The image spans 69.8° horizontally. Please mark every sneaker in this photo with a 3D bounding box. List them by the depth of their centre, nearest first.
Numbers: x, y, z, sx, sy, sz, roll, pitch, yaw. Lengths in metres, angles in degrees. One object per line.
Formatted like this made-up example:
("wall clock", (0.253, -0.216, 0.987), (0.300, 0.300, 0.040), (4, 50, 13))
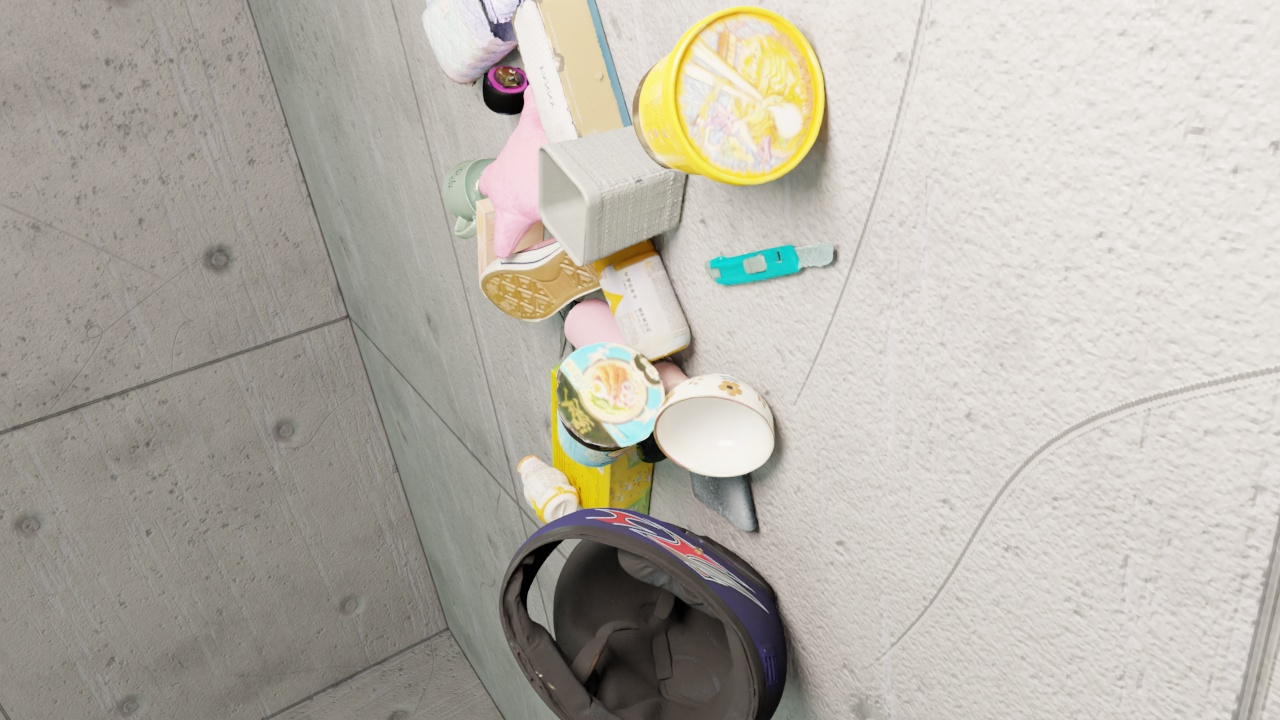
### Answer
("sneaker", (-0.098, -0.115, 1.090), (0.242, 0.087, 0.118), (-15, 120, 47))

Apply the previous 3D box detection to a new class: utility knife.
("utility knife", (0.104, -0.083, 0.779), (0.197, 0.013, 0.029), (-2, 109, 65))

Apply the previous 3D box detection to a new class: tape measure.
("tape measure", (-0.156, -0.317, 1.072), (0.039, 0.057, 0.057), (105, 145, -53))

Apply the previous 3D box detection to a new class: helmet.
("helmet", (0.006, 0.285, 0.992), (0.315, 0.247, 0.240), (40, -176, 2))

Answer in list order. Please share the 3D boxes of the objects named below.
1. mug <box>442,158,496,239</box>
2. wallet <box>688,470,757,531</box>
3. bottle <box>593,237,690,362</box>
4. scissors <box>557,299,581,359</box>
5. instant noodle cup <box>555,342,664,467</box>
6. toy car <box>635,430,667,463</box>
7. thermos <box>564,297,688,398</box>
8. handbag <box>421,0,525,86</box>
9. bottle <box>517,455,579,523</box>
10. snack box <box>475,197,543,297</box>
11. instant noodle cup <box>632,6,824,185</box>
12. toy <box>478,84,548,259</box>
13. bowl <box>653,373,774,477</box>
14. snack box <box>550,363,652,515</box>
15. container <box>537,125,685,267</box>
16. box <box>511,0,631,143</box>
("mug", (-0.213, -0.214, 1.223), (0.106, 0.082, 0.111), (17, 82, 57))
("wallet", (0.083, 0.122, 0.999), (0.121, 0.019, 0.097), (23, 129, 60))
("bottle", (-0.010, -0.091, 0.944), (0.189, 0.067, 0.068), (68, 156, 0))
("scissors", (-0.102, -0.051, 1.246), (0.160, 0.014, 0.181), (-6, 107, 68))
("instant noodle cup", (-0.039, 0.056, 0.944), (0.111, 0.111, 0.121), (60, 160, 17))
("toy car", (0.009, 0.075, 1.077), (0.036, 0.043, 0.091), (-168, 66, -80))
("thermos", (-0.006, 0.006, 1.038), (0.198, 0.067, 0.087), (41, 177, 43))
("handbag", (-0.194, -0.404, 1.053), (0.194, 0.075, 0.134), (2, 112, 65))
("bottle", (-0.130, 0.174, 1.258), (0.108, 0.063, 0.063), (45, 147, 43))
("snack box", (-0.171, -0.154, 1.211), (0.026, 0.084, 0.158), (56, 154, 32))
("instant noodle cup", (0.055, -0.187, 0.676), (0.114, 0.118, 0.118), (20, 129, 68))
("toy", (-0.120, -0.199, 1.036), (0.195, 0.074, 0.178), (-56, 52, 25))
("bowl", (0.073, 0.052, 0.877), (0.114, 0.113, 0.062), (95, -173, -46))
("snack box", (-0.054, 0.117, 1.214), (0.157, 0.070, 0.210), (50, 151, 35))
("container", (-0.026, -0.160, 0.861), (0.090, 0.114, 0.090), (52, 152, 32))
("box", (-0.066, -0.272, 0.917), (0.090, 0.063, 0.184), (12, 123, 64))
